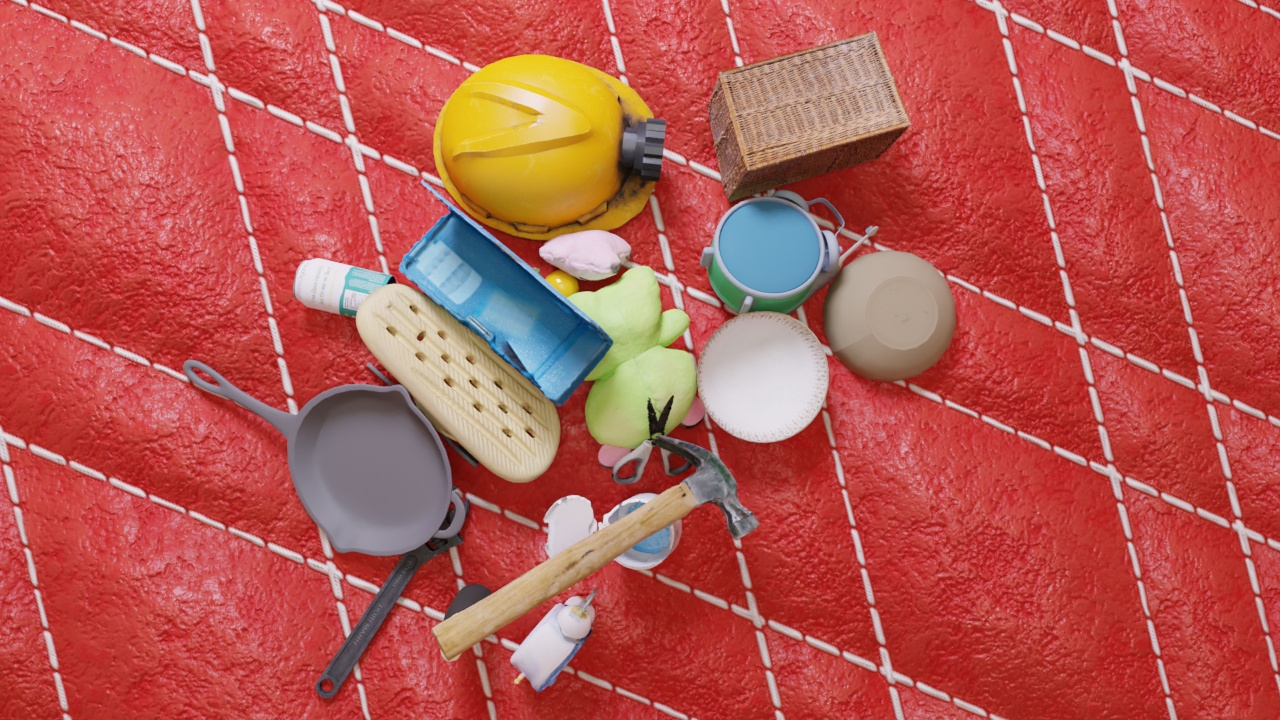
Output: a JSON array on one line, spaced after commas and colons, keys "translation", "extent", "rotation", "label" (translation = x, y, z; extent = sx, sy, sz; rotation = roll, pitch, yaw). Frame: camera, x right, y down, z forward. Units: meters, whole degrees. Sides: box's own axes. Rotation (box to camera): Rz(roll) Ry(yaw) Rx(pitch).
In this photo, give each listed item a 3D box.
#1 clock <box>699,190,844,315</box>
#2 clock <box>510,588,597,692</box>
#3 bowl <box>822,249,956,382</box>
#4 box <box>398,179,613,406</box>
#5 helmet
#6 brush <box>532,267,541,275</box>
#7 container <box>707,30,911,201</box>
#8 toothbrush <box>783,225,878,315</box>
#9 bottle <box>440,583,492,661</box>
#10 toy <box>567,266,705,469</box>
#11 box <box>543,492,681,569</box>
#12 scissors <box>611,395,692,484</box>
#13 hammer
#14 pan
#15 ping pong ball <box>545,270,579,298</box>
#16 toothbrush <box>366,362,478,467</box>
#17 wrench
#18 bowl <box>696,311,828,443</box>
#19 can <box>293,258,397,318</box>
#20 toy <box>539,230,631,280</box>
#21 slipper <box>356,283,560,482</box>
[{"translation": [0.153, -0.123, 1.015], "extent": [0.161, 0.075, 0.122], "rotation": [-34, 77, -13], "label": "clock"}, {"translation": [-0.086, 0.297, 0.989], "extent": [0.052, 0.089, 0.125], "rotation": [41, 88, 5], "label": "clock"}, {"translation": [0.286, -0.051, 1.033], "extent": [0.152, 0.050, 0.152], "rotation": [0, 89, -3], "label": "bowl"}, {"translation": [-0.145, -0.066, 0.908], "extent": [0.231, 0.112, 0.094], "rotation": [40, 86, 13], "label": "box"}, {"translation": [-0.102, -0.238, 0.977], "extent": [0.255, 0.131, 0.205], "rotation": [6, 89, -2], "label": "helmet"}, {"translation": [-0.178, -0.075, 1.006], "extent": [0.136, 0.055, 0.075], "rotation": [12, 82, -1], "label": "brush"}, {"translation": [0.176, -0.264, 1.000], "extent": [0.198, 0.114, 0.112], "rotation": [-16, 85, -5], "label": "container"}, {"translation": [0.202, -0.093, 1.044], "extent": [0.185, 0.024, 0.022], "rotation": [-41, 127, -3], "label": "toothbrush"}, {"translation": [-0.180, 0.270, 0.935], "extent": [0.045, 0.184, 0.045], "rotation": [0, 89, -3], "label": "bottle"}, {"translation": [-0.006, 0.006, 0.989], "extent": [0.150, 0.107, 0.197], "rotation": [-24, 92, -10], "label": "toy"}, {"translation": [-0.027, 0.180, 0.970], "extent": [0.136, 0.147, 0.084], "rotation": [9, 85, 6], "label": "box"}, {"translation": [0.023, 0.087, 0.979], "extent": [0.150, 0.012, 0.165], "rotation": [16, 133, -37], "label": "scissors"}, {"translation": [-0.047, 0.185, 0.890], "extent": [0.329, 0.033, 0.132], "rotation": [-27, 79, -22], "label": "hammer"}, {"translation": [-0.341, 0.087, 0.991], "extent": [0.354, 0.024, 0.217], "rotation": [28, 110, 6], "label": "pan"}, {"translation": [-0.088, -0.080, 1.019], "extent": [0.040, 0.040, 0.040], "rotation": [0, 89, -3], "label": "ping pong ball"}, {"translation": [-0.242, 0.060, 1.022], "extent": [0.167, 0.013, 0.013], "rotation": [42, 79, -2], "label": "toothbrush"}, {"translation": [-0.277, 0.255, 1.015], "extent": [0.073, 0.018, 0.273], "rotation": [34, 89, -2], "label": "wrench"}, {"translation": [0.128, 0.017, 1.014], "extent": [0.145, 0.063, 0.145], "rotation": [0, 93, -8], "label": "bowl"}, {"translation": [-0.319, -0.076, 0.999], "extent": [0.101, 0.055, 0.055], "rotation": [13, 88, -3], "label": "can"}, {"translation": [-0.062, -0.115, 1.000], "extent": [0.096, 0.099, 0.053], "rotation": [7, 111, 7], "label": "toy"}, {"translation": [-0.197, 0.025, 0.992], "extent": [0.261, 0.079, 0.111], "rotation": [44, 63, -10], "label": "slipper"}]
